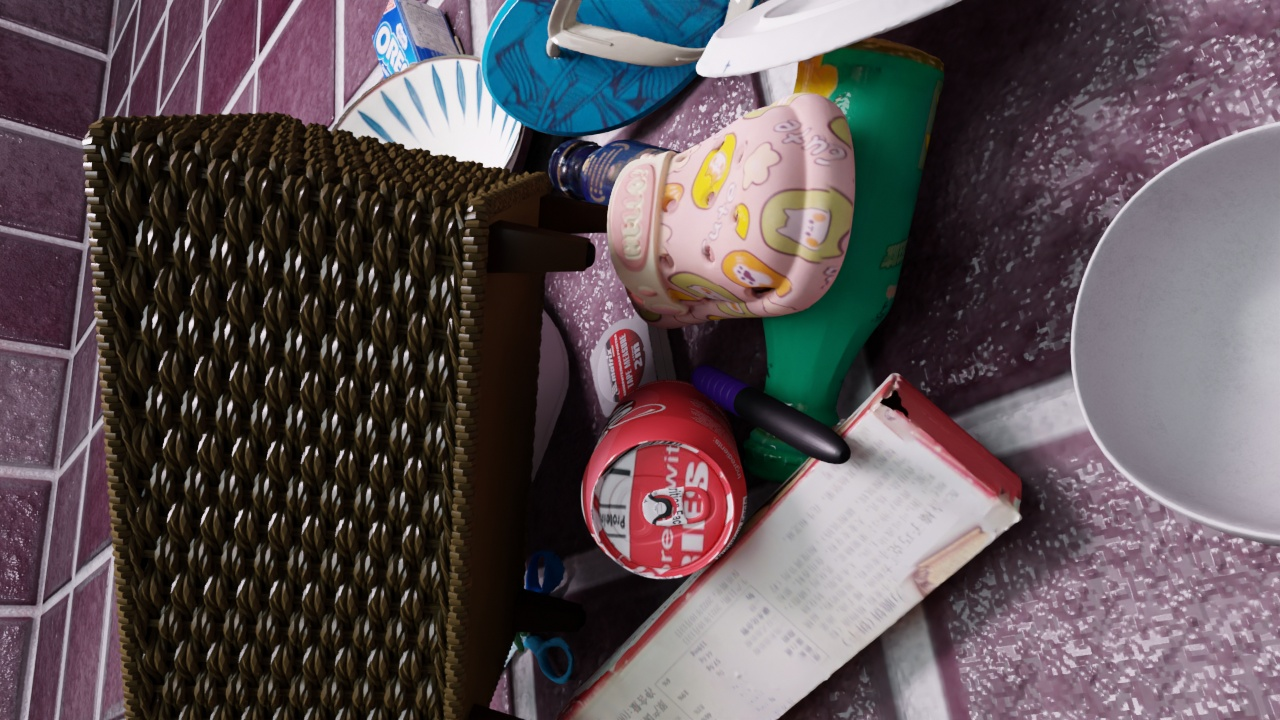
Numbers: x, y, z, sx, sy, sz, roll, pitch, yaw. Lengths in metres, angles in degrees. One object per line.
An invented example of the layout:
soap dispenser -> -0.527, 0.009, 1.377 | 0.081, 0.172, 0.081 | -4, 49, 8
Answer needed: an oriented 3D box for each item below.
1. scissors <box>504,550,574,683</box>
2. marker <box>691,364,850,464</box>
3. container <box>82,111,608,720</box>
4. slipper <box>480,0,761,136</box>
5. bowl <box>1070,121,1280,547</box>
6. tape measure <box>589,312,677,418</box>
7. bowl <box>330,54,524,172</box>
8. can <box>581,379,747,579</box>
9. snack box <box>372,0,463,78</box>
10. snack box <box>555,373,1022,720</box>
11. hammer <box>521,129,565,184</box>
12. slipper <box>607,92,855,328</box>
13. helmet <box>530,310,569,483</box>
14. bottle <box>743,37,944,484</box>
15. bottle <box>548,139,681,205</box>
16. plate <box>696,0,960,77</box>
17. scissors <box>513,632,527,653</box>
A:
scissors -> -0.082, 0.180, 0.643 | 0.134, 0.015, 0.104 | -23, 65, 51
marker -> 0.056, 0.024, 0.420 | 0.018, 0.015, 0.134 | 66, 166, -21
container -> -0.129, 0.046, 0.483 | 0.176, 0.205, 0.321 | -74, -10, -73
slipper -> 0.017, -0.227, 0.548 | 0.296, 0.118, 0.060 | -35, 27, 31
bowl -> 0.216, -0.006, 0.292 | 0.132, 0.064, 0.131 | -16, 68, 47
tape measure -> -0.004, 0.003, 0.585 | 0.062, 0.020, 0.060 | -34, 56, 41
bowl -> -0.159, -0.148, 0.719 | 0.177, 0.071, 0.177 | -9, 61, 15
can -> 0.013, 0.055, 0.462 | 0.142, 0.074, 0.074 | -68, -3, -82
snack box -> -0.196, -0.254, 0.851 | 0.059, 0.059, 0.226 | -51, 47, 33
snack box -> 0.057, 0.125, 0.445 | 0.076, 0.044, 0.274 | 42, 119, 8
hammer -> -0.055, -0.235, 0.702 | 0.133, 0.033, 0.333 | 20, 96, 49
slipper -> 0.021, -0.066, 0.426 | 0.198, 0.081, 0.093 | 169, 107, -68
helmet -> -0.188, 0.015, 0.710 | 0.224, 0.183, 0.282 | -61, 27, 4
bottle -> 0.091, -0.043, 0.447 | 0.068, 0.068, 0.210 | 21, 104, 50
bottle -> -0.003, -0.111, 0.586 | 0.161, 0.056, 0.056 | 30, 103, 49
plate -> 0.098, -0.168, 0.427 | 0.157, 0.156, 0.014 | 9, 128, 51
scissors -> -0.104, 0.172, 0.651 | 0.070, 0.014, 0.130 | -66, 30, 15
